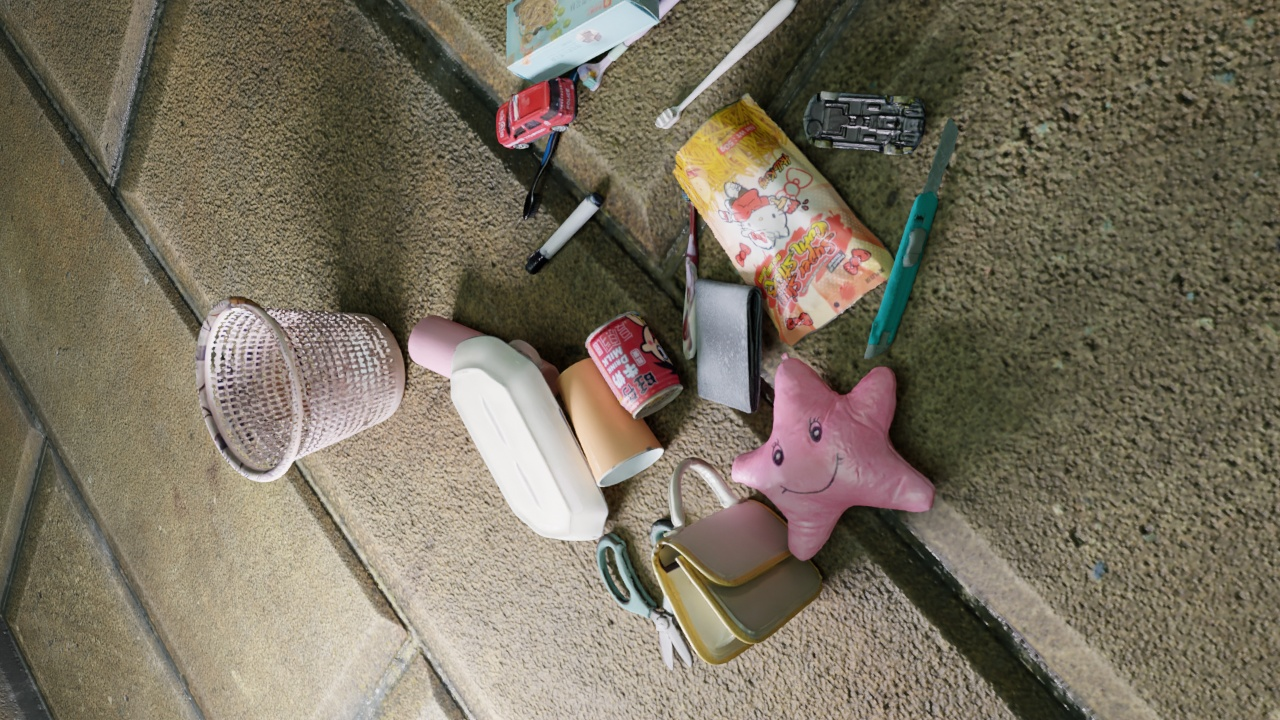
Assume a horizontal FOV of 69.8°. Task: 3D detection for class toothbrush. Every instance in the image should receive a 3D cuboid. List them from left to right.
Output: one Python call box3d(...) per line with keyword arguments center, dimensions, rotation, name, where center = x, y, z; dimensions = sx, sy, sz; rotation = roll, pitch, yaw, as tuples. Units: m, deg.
box3d(center=(-0.094, -0.240, 0.997), dimensions=(0.014, 0.016, 0.190), rotation=(39, 117, 36), name="toothbrush")
box3d(center=(0.007, -0.333, 0.897), dimensions=(0.190, 0.021, 0.029), rotation=(-34, 96, 34), name="toothbrush")
box3d(center=(0.049, -0.093, 0.910), dimensions=(0.016, 0.017, 0.187), rotation=(8, 102, 37), name="toothbrush")
box3d(center=(0.077, -0.276, 0.856), dimensions=(0.181, 0.016, 0.016), rotation=(-37, 82, 35), name="toothbrush")

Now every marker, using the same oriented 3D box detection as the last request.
box3d(center=(-0.086, -0.139, 1.004), dimensions=(0.131, 0.018, 0.022), rotation=(-41, 64, 35), name="marker")

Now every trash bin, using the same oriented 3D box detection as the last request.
box3d(center=(-0.422, 0.023, 1.175), dimensions=(0.228, 0.191, 0.227), rotation=(8, 103, 36), name="trash bin")

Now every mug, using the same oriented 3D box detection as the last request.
box3d(center=(-0.037, 0.061, 0.970), dimensions=(0.078, 0.078, 0.122), rotation=(-41, 69, 34), name="mug")

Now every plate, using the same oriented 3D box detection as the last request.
box3d(center=(-0.133, 0.097, 1.013), dimensions=(0.162, 0.034, 0.266), rotation=(-8, 113, 47), name="plate")

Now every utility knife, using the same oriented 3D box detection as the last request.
box3d(center=(0.228, -0.097, 0.767), dimensions=(0.013, 0.029, 0.209), rotation=(42, 124, 55), name="utility knife")

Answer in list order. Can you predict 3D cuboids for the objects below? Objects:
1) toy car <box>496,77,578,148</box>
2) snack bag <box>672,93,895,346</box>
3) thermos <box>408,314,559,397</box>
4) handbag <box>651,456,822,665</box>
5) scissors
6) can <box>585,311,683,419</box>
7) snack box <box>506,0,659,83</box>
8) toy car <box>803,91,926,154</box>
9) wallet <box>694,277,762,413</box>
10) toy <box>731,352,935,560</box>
box3d(center=(-0.116, -0.265, 0.978), dimensions=(0.121, 0.045, 0.053), rotation=(-12, 79, 47), name="toy car")
box3d(center=(0.121, -0.126, 0.829), dimensions=(0.129, 0.073, 0.208), rotation=(-40, 81, 34), name="snack bag")
box3d(center=(-0.184, -0.004, 1.065), dimensions=(0.199, 0.067, 0.087), rotation=(20, 136, 35), name="thermos")
box3d(center=(0.078, 0.168, 0.843), dimensions=(0.063, 0.163, 0.178), rotation=(-42, 73, 32), name="handbag")
box3d(center=(0.026, 0.246, 0.987), dimensions=(0.170, 0.019, 0.177), rotation=(-46, 69, 32), name="scissors")
box3d(center=(-0.006, 0.005, 0.937), dimensions=(0.067, 0.066, 0.093), rotation=(-42, 72, 34), name="can")
box3d(center=(-0.061, -0.345, 0.912), dimensions=(0.175, 0.051, 0.074), rotation=(-13, 72, 40), name="snack box")
box3d(center=(0.189, -0.201, 0.775), dimensions=(0.106, 0.031, 0.049), rotation=(15, 106, 33), name="toy car")
box3d(center=(0.082, -0.016, 0.878), dimensions=(0.097, 0.019, 0.121), rotation=(19, 112, 61), name="wallet")
box3d(center=(0.156, 0.079, 0.825), dimensions=(0.195, 0.074, 0.178), rotation=(-32, 70, 39), name="toy")
